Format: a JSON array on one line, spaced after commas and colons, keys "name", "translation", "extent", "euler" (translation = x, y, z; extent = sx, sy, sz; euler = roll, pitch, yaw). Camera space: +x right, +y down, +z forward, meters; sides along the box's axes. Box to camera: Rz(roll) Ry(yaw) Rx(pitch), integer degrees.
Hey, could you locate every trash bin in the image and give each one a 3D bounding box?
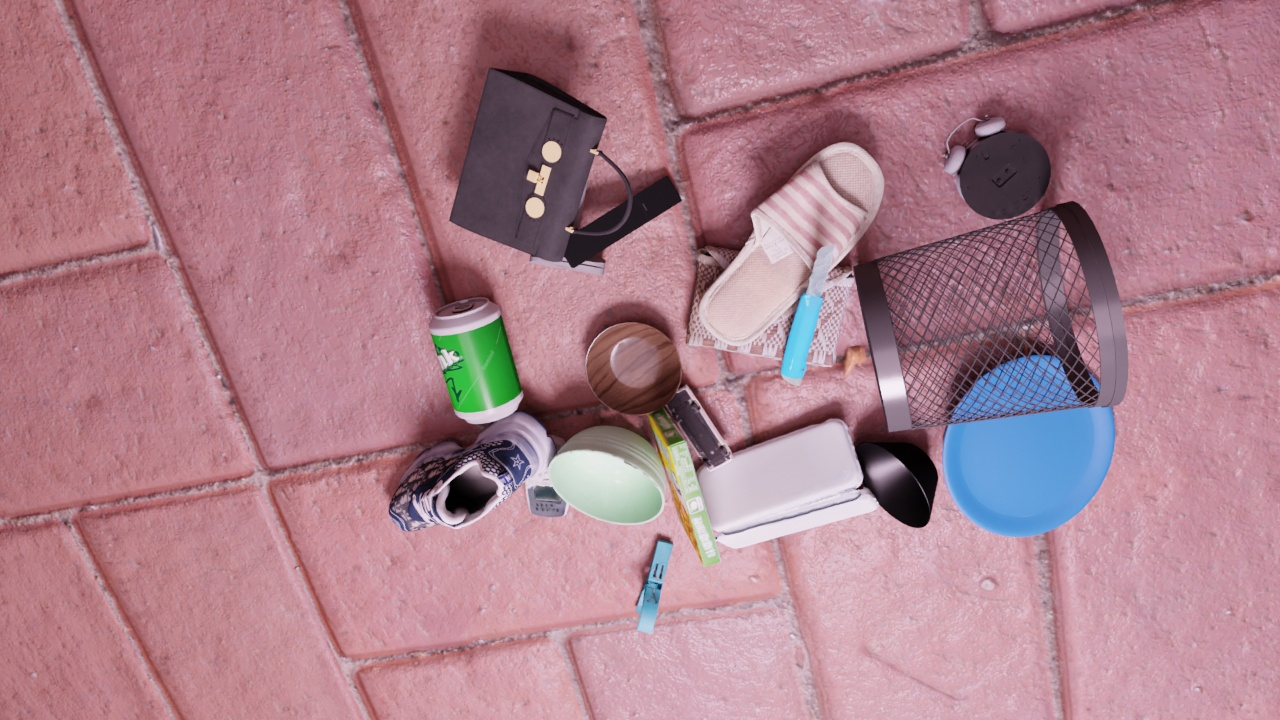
[{"name": "trash bin", "translation": [0.362, -0.036, 0.984], "extent": [0.228, 0.217, 0.218], "euler": [-12, 109, 13]}]

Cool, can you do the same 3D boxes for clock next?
[{"name": "clock", "translation": [0.388, -0.213, 1.006], "extent": [0.122, 0.035, 0.095], "euler": [42, 109, -10]}]

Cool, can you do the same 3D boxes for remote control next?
[{"name": "remote control", "translation": [-0.024, -0.159, 1.053], "extent": [0.150, 0.013, 0.034], "euler": [-32, 99, -5]}, {"name": "remote control", "translation": [-0.121, 0.152, 1.204], "extent": [0.060, 0.028, 0.114], "euler": [5, 112, 4]}]

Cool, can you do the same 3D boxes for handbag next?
[{"name": "handbag", "translation": [0.150, -0.063, 1.083], "extent": [0.186, 0.047, 0.124], "euler": [9, 113, 2]}, {"name": "handbag", "translation": [-0.092, -0.197, 1.000], "extent": [0.196, 0.072, 0.176], "euler": [29, 114, 22]}]

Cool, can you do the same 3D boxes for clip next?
[{"name": "clip", "translation": [0.015, 0.314, 1.244], "extent": [0.033, 0.122, 0.120], "euler": [14, 148, 1]}]

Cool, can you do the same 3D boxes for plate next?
[{"name": "plate", "translation": [0.463, 0.102, 1.104], "extent": [0.224, 0.024, 0.224], "euler": [-2, 101, -10]}]

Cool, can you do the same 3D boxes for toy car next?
[{"name": "toy car", "translation": [0.073, 0.083, 1.150], "extent": [0.039, 0.039, 0.113], "euler": [-31, 100, 17]}]

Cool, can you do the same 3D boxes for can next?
[{"name": "can", "translation": [-0.200, 0.000, 1.121], "extent": [0.088, 0.087, 0.140], "euler": [-10, 110, 9]}]

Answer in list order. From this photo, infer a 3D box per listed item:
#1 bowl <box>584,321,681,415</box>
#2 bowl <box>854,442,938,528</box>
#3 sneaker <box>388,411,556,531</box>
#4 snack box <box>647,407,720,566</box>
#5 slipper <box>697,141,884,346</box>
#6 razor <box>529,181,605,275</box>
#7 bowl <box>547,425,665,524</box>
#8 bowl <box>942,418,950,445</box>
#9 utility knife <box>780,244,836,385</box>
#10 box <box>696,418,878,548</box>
[{"name": "bowl", "translation": [-0.007, 0.007, 1.130], "extent": [0.119, 0.032, 0.119], "euler": [3, 107, 9]}, {"name": "bowl", "translation": [0.326, 0.139, 1.127], "extent": [0.052, 0.124, 0.124], "euler": [-33, 108, -18]}, {"name": "sneaker", "translation": [-0.235, 0.166, 1.152], "extent": [0.270, 0.132, 0.103], "euler": [-28, 104, 28]}, {"name": "snack box", "translation": [0.051, 0.152, 1.131], "extent": [0.027, 0.132, 0.168], "euler": [-18, 109, -6]}, {"name": "slipper", "translation": [0.163, -0.126, 1.015], "extent": [0.115, 0.052, 0.263], "euler": [39, 103, -5]}, {"name": "razor", "translation": [-0.078, -0.164, 1.073], "extent": [0.088, 0.047, 0.116], "euler": [10, 104, 2]}, {"name": "bowl", "translation": [-0.034, 0.133, 1.150], "extent": [0.151, 0.076, 0.151], "euler": [12, 140, 11]}, {"name": "bowl", "translation": [0.416, 0.096, 1.124], "extent": [0.114, 0.026, 0.102], "euler": [43, 93, -15]}, {"name": "utility knife", "translation": [0.188, -0.047, 1.031], "extent": [0.031, 0.015, 0.221], "euler": [8, 139, 1]}, {"name": "box", "translation": [0.182, 0.160, 1.167], "extent": [0.211, 0.105, 0.129], "euler": [-18, 152, 14]}]
